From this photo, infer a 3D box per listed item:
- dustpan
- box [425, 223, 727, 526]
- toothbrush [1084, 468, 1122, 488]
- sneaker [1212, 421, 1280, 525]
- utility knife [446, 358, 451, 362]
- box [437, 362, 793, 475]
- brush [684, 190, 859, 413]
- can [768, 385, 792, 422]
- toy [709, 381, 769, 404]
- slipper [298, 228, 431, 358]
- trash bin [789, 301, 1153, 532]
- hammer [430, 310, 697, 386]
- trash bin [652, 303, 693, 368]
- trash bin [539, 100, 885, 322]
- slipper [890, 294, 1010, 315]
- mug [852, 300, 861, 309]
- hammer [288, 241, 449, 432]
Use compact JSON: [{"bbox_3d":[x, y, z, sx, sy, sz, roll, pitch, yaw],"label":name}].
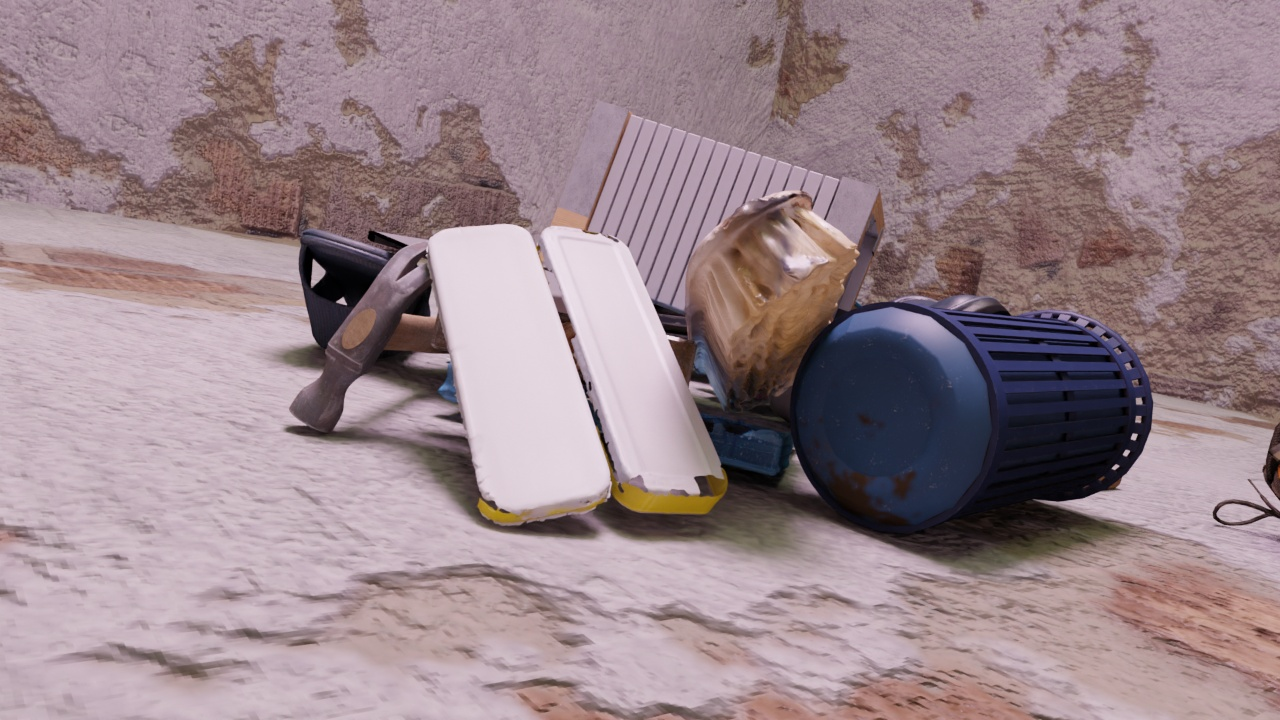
[{"bbox_3d":[-0.077,-0.058,0.771,0.163,0.033,0.257,23,13,35],"label":"dustpan"},{"bbox_3d":[-0.040,-0.003,0.491,0.129,0.034,0.209,-1,46,-23],"label":"box"},{"bbox_3d":[0.352,0.098,0.741,0.166,0.016,0.016,3,9,-41],"label":"toothbrush"},{"bbox_3d":[0.517,0.103,0.674,0.238,0.143,0.101,44,7,-37],"label":"sneaker"},{"bbox_3d":[-0.138,0.006,0.810,0.022,0.015,0.117,2,8,-42],"label":"utility knife"},{"bbox_3d":[-0.003,0.039,0.658,0.232,0.033,0.174,11,0,15],"label":"box"},{"bbox_3d":[0.074,-0.025,0.563,0.083,0.056,0.271,-31,-15,-5],"label":"brush"},{"bbox_3d":[0.162,0.041,0.781,0.054,0.054,0.136,8,8,-19],"label":"can"},{"bbox_3d":[0.103,0.023,0.914,0.076,0.037,0.125,16,10,-20],"label":"toy"},{"bbox_3d":[-0.236,-0.038,0.805,0.101,0.082,0.264,14,-13,-4],"label":"slipper"},{"bbox_3d":[0.212,0.032,0.585,0.249,0.139,0.139,1,11,-45],"label":"trash bin"},{"bbox_3d":[-0.052,-0.003,0.690,0.158,0.037,0.301,12,-3,-2],"label":"hammer"},{"bbox_3d":[0.110,-0.049,1.039,0.228,0.164,0.164,8,6,16],"label":"trash bin"},{"bbox_3d":[0.068,-0.103,0.804,0.247,0.142,0.142,22,3,17],"label":"trash bin"},{"bbox_3d":[0.231,-0.015,0.807,0.109,0.083,0.266,-20,-16,-2],"label":"slipper"},{"bbox_3d":[0.169,-0.024,0.901,0.083,0.107,0.113,22,21,-46],"label":"mug"},{"bbox_3d":[-0.148,-0.016,0.663,0.031,0.119,0.331,33,1,3],"label":"hammer"}]
